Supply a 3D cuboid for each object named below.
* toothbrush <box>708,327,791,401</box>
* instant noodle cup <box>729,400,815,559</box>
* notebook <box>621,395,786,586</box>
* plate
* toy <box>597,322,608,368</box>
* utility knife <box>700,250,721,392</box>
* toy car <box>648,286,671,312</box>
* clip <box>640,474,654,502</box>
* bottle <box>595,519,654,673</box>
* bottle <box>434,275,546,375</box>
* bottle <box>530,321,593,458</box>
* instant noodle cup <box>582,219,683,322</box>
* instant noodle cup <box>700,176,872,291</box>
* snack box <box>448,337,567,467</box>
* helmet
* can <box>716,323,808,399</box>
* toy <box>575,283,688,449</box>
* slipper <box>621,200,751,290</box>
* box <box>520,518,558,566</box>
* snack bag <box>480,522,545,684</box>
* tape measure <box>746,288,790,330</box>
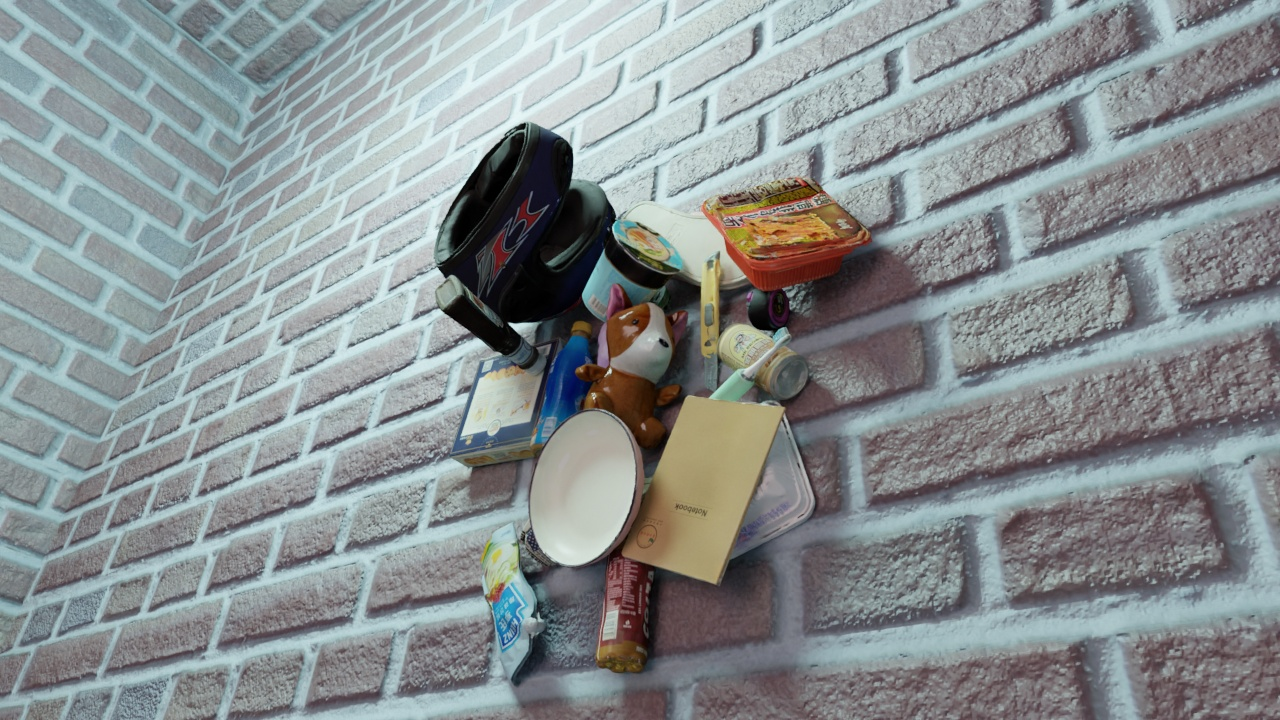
[{"bbox_3d":[0.107,0.037,1.091,0.225,0.026,0.027,-48,53,38],"label":"toothbrush"},{"bbox_3d":[0.112,0.125,1.052,0.138,0.060,0.173,-33,44,20],"label":"instant noodle cup"},{"bbox_3d":[0.069,0.138,1.029,0.148,0.008,0.207,5,65,46],"label":"notebook"},{"bbox_3d":[-0.061,0.156,1.111,0.193,0.039,0.192,-20,61,40],"label":"plate"},{"bbox_3d":[-0.034,-0.023,1.323,0.084,0.039,0.107,-25,43,28],"label":"toy"},{"bbox_3d":[0.095,-0.052,1.214,0.031,0.021,0.198,-11,73,35],"label":"utility knife"},{"bbox_3d":[0.006,-0.090,1.339,0.091,0.036,0.043,12,70,45],"label":"toy car"},{"bbox_3d":[0.005,0.153,1.127,0.105,0.081,0.034,-47,38,22],"label":"clip"},{"bbox_3d":[-0.015,0.267,1.062,0.058,0.057,0.174,-19,48,33],"label":"bottle"},{"bbox_3d":[-0.209,-0.042,1.311,0.044,0.195,0.080,-42,40,7],"label":"bottle"},{"bbox_3d":[-0.105,0.041,1.321,0.065,0.065,0.218,-15,51,36],"label":"bottle"},{"bbox_3d":[-0.019,-0.115,1.272,0.121,0.111,0.111,-54,34,31],"label":"instant noodle cup"},{"bbox_3d":[0.180,-0.154,1.152,0.164,0.079,0.188,-14,38,-13],"label":"instant noodle cup"},{"bbox_3d":[-0.195,0.067,1.401,0.178,0.046,0.182,-13,51,36],"label":"snack box"},{"bbox_3d":[-0.153,-0.192,1.397,0.317,0.240,0.246,-38,38,42],"label":"helmet"},{"bbox_3d":[0.147,0.000,1.115,0.058,0.058,0.116,-52,39,-1],"label":"can"},{"bbox_3d":[-0.007,0.007,1.203,0.131,0.140,0.199,-17,51,58],"label":"toy"},{"bbox_3d":[0.076,-0.163,1.312,0.275,0.054,0.114,23,81,40],"label":"slipper"},{"bbox_3d":[-0.084,0.195,1.191,0.163,0.076,0.087,-47,59,0],"label":"box"},{"bbox_3d":[-0.168,0.308,1.179,0.110,0.038,0.191,-55,35,21],"label":"snack bag"},{"bbox_3d":[0.160,-0.066,1.156,0.039,0.057,0.057,-2,37,41],"label":"tape measure"}]
